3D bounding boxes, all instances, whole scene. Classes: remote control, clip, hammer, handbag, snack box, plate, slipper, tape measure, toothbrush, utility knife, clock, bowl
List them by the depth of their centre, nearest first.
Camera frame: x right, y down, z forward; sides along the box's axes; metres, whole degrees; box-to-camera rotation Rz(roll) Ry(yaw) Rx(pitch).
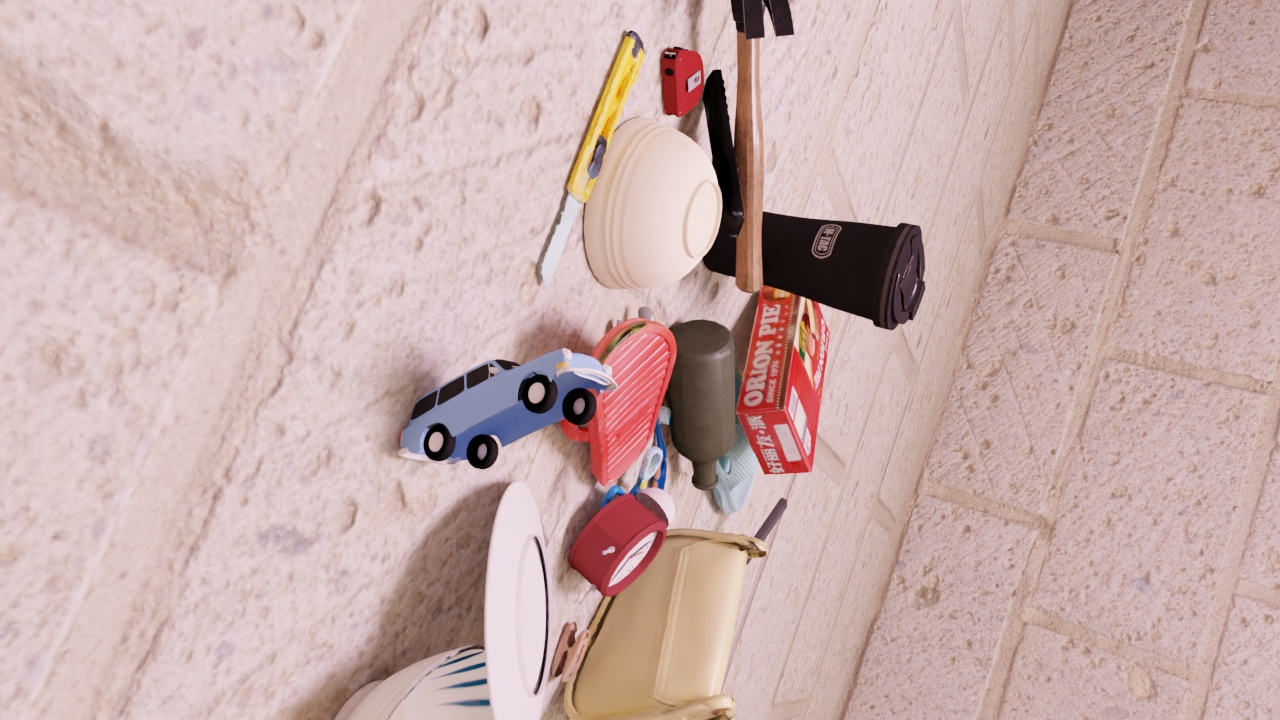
[{"bbox_3d":[-0.171,0.274,0.644,0.176,0.071,0.177,-40,138,-49],"label":"bowl"},{"bbox_3d":[-0.088,0.199,0.722,0.208,0.015,0.208,-2,88,-85],"label":"plate"},{"bbox_3d":[-0.038,-0.160,0.723,0.030,0.019,0.217,30,80,-54],"label":"utility knife"},{"bbox_3d":[0.022,-0.127,0.789,0.150,0.075,0.151,-41,140,-47],"label":"bowl"},{"bbox_3d":[-0.025,0.031,0.799,0.103,0.059,0.249,-44,161,-22],"label":"slipper"},{"bbox_3d":[0.039,-0.252,0.813,0.051,0.019,0.059,-49,145,-41],"label":"tape measure"},{"bbox_3d":[0.074,-0.190,0.845,0.047,0.022,0.150,96,-13,-76],"label":"remote control"},{"bbox_3d":[0.101,-0.205,0.845,0.132,0.040,0.306,-107,-169,-61],"label":"hammer"},{"bbox_3d":[-0.014,0.176,0.893,0.137,0.048,0.096,-20,140,-50],"label":"clock"},{"bbox_3d":[-0.066,0.291,0.911,0.025,0.049,0.061,11,67,-65],"label":"clip"},{"bbox_3d":[0.033,0.286,0.955,0.088,0.191,0.232,51,44,-40],"label":"handbag"},{"bbox_3d":[0.022,0.107,0.994,0.021,0.017,0.135,-31,132,-49],"label":"toothbrush"},{"bbox_3d":[0.175,0.011,1.096,0.113,0.060,0.235,61,33,-37],"label":"snack box"},{"bbox_3d":[0.124,0.112,1.146,0.115,0.069,0.276,-56,150,-26],"label":"slipper"}]

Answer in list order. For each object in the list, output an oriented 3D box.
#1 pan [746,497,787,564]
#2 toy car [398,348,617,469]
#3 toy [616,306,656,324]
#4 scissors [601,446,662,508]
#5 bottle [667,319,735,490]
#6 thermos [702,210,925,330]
[{"bbox_3d":[0.084,0.311,1.153,0.356,0.041,0.179,-50,154,-24],"label":"pan"},{"bbox_3d":[-0.089,0.028,0.601,0.056,0.154,0.054,23,47,-56],"label":"toy car"},{"bbox_3d":[-0.005,0.005,0.865,0.049,0.030,0.112,-30,138,-35],"label":"toy"},{"bbox_3d":[-0.002,0.131,0.935,0.110,0.018,0.131,-49,157,-5],"label":"scissors"},{"bbox_3d":[0.067,0.057,0.989,0.071,0.071,0.207,-48,145,-42],"label":"bottle"},{"bbox_3d":[0.177,-0.105,0.943,0.105,0.219,0.106,-41,139,-48],"label":"thermos"}]
